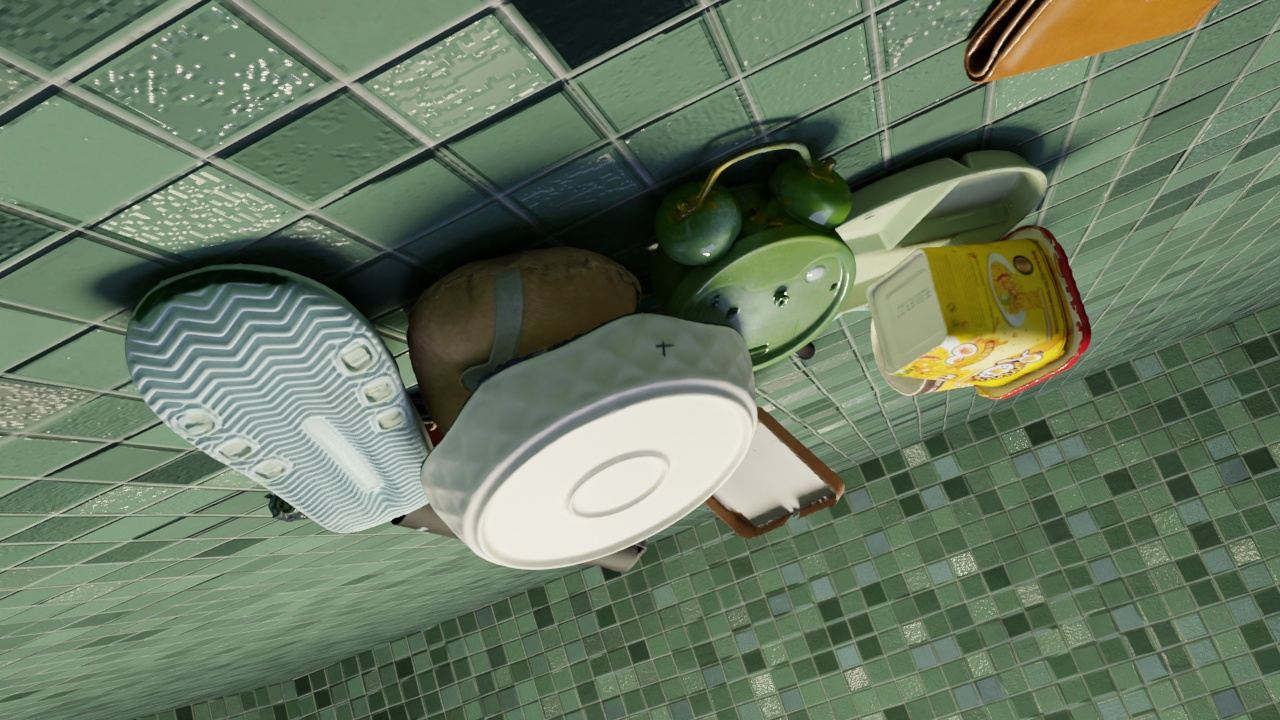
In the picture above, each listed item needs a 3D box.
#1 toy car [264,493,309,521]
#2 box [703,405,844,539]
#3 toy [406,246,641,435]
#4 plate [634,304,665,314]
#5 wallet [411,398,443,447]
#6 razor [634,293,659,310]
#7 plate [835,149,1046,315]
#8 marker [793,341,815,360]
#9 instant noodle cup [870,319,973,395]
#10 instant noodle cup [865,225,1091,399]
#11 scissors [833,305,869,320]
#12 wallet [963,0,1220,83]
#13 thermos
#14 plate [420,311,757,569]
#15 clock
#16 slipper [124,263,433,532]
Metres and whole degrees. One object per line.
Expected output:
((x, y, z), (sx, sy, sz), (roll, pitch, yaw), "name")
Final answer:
((-0.247, 0.091, 0.745), (0.121, 0.036, 0.054), (-33, 162, 10), "toy car")
((0.055, 0.097, 0.947), (0.271, 0.132, 0.180), (18, 149, -20), "box")
((-0.060, 0.019, 0.557), (0.143, 0.082, 0.226), (-7, 146, 5), "toy")
((-0.004, 0.004, 0.660), (0.179, 0.024, 0.179), (-16, 165, -5), "plate")
((-0.142, 0.059, 0.725), (0.096, 0.020, 0.122), (-1, 157, 2), "wallet")
((-0.006, -0.029, 0.634), (0.132, 0.028, 0.043), (-14, 161, -5), "razor")
((0.181, -0.086, 0.676), (0.230, 0.027, 0.230), (-18, 165, -5), "plate")
((0.146, -0.020, 0.876), (0.022, 0.020, 0.132), (-37, 160, 12), "marker")
((0.289, -0.025, 0.857), (0.114, 0.118, 0.119), (-12, 163, -16), "instant noodle cup")
((0.249, -0.036, 0.695), (0.123, 0.116, 0.116), (0, 159, -22), "instant noodle cup")
((0.197, -0.053, 0.838), (0.132, 0.017, 0.133), (-32, 165, 30), "scissors")
((0.231, -0.179, 0.417), (0.130, 0.035, 0.119), (-17, 170, -13), "wallet")
((-0.104, 0.145, 0.860), (0.242, 0.068, 0.090), (19, 157, -29), "thermos")
((-0.020, 0.057, 0.529), (0.204, 0.045, 0.205), (-20, 148, -13), "plate")
((0.062, -0.058, 0.526), (0.116, 0.056, 0.161), (-17, 145, -15), "clock")
((-0.177, 0.022, 0.505), (0.104, 0.074, 0.246), (-24, 148, -6), "slipper")
